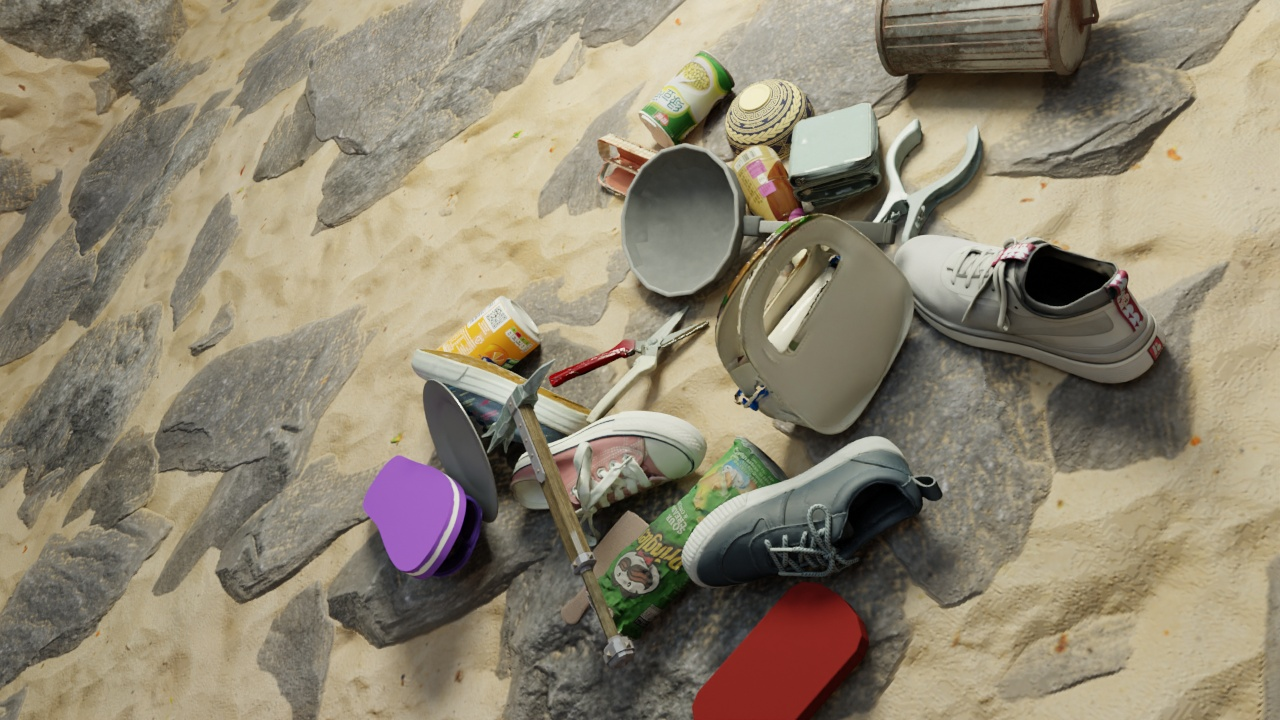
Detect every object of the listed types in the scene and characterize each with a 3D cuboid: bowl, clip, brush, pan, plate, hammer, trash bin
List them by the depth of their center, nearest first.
[{"bbox_3d":[0.125,0.278,0.806,0.173,0.042,0.082,-48,49,-2],"label":"brush"},{"bbox_3d":[-0.072,0.151,0.898,0.147,0.028,0.316,-54,48,33],"label":"hammer"},{"bbox_3d":[-0.035,0.220,0.956,0.050,0.015,0.136,41,96,10],"label":"brush"},{"bbox_3d":[0.324,-0.186,0.979,0.142,0.029,0.171,9,68,37],"label":"clip"},{"bbox_3d":[0.379,-0.375,0.994,0.211,0.131,0.130,11,69,38],"label":"trash bin"},{"bbox_3d":[0.121,-0.150,1.028,0.358,0.041,0.178,11,98,41],"label":"pan"},{"bbox_3d":[-0.204,0.103,1.055,0.012,0.179,0.178,-24,42,-28],"label":"plate"},{"bbox_3d":[0.153,-0.306,1.138,0.113,0.061,0.112,-16,55,24],"label":"bowl"}]

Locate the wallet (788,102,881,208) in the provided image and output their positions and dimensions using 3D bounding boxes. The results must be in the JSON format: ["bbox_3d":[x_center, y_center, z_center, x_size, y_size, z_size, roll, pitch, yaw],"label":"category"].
[{"bbox_3d":[0.223,-0.238,1.048,0.100,0.054,0.131,-8,45,22],"label":"wallet"}]

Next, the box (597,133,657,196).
[{"bbox_3d":[0.006,-0.239,1.195,0.043,0.083,0.187,-30,40,-27],"label":"box"}]

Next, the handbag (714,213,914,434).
[{"bbox_3d":[0.154,-0.041,0.881,0.093,0.199,0.200,20,72,52],"label":"handbag"}]

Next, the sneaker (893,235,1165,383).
[{"bbox_3d":[0.333,-0.073,0.836,0.096,0.129,0.263,-50,45,-9],"label":"sneaker"}]

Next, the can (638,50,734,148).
[{"bbox_3d":[0.060,-0.344,1.216,0.121,0.067,0.067,-45,48,-1],"label":"can"}]

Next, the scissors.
[{"bbox_3d":[-0.017,0.005,1.048,0.194,0.015,0.178,-6,43,18],"label":"scissors"}]

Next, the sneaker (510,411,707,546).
[{"bbox_3d":[-0.044,0.125,0.971,0.242,0.118,0.087,-19,33,28],"label":"sneaker"}]

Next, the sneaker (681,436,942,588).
[{"bbox_3d":[0.151,0.153,0.825,0.236,0.089,0.087,-30,29,6],"label":"sneaker"}]

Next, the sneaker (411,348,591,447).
[{"bbox_3d":[-0.166,0.055,1.077,0.235,0.087,0.079,22,95,11],"label":"sneaker"}]

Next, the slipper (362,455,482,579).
[{"bbox_3d":[-0.243,0.188,1.077,0.107,0.084,0.267,-57,29,-10],"label":"slipper"}]

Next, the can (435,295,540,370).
[{"bbox_3d":[-0.201,-0.011,1.167,0.142,0.079,0.079,-39,49,5],"label":"can"}]

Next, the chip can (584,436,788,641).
[{"bbox_3d":[0.047,0.173,0.900,0.223,0.075,0.075,-45,48,1],"label":"chip can"}]

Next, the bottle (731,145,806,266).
[{"bbox_3d":[0.160,-0.173,1.054,0.060,0.059,0.166,-30,58,13],"label":"bottle"}]
